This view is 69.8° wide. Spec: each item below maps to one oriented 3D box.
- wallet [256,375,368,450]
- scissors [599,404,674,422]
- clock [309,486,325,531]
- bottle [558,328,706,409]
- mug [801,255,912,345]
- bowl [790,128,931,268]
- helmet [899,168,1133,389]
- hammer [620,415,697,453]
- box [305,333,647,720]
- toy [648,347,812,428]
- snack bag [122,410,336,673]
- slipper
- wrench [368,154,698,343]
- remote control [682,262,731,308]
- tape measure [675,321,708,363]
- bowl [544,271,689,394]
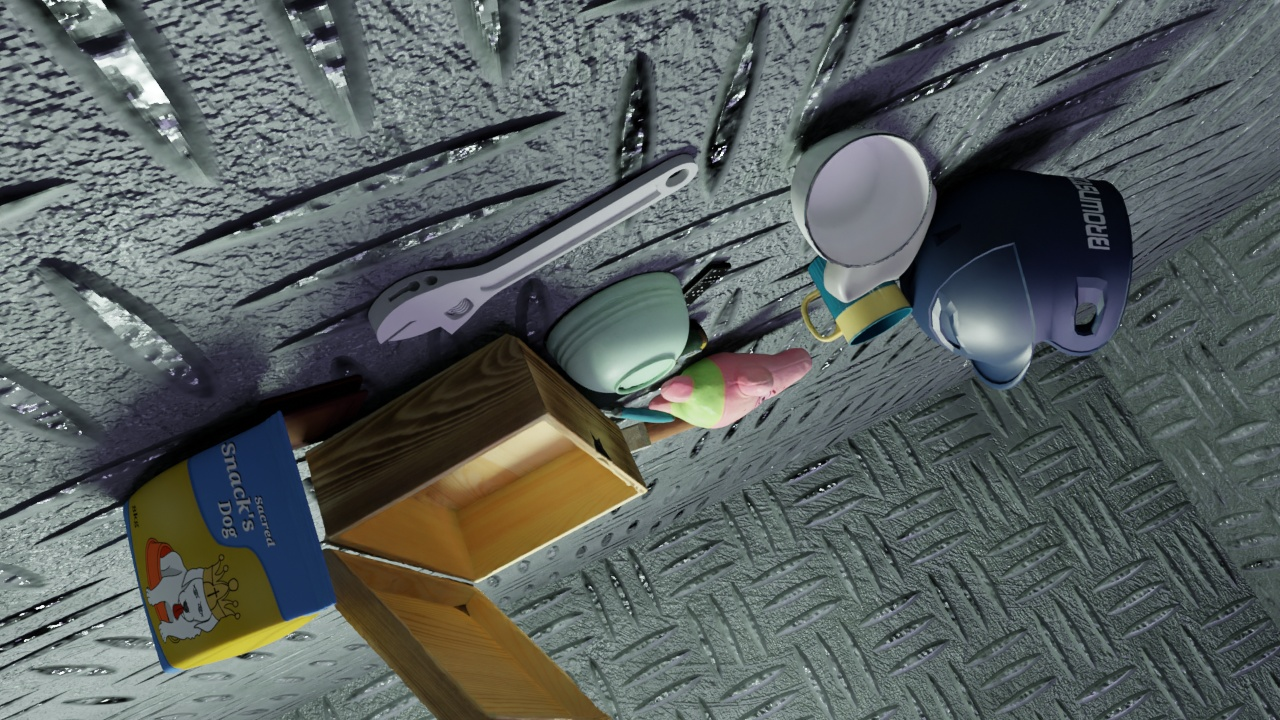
[{"bbox_3d":[-0.288,0.054,0.792,0.091,0.018,0.116,-18,164,-32],"label":"wallet"},{"bbox_3d":[-0.027,0.068,1.220,0.153,0.019,0.125,8,178,-21],"label":"scissors"},{"bbox_3d":[-0.295,0.164,1.013,0.096,0.048,0.137,-14,156,11],"label":"clock"},{"bbox_3d":[-0.006,0.006,1.024,0.174,0.055,0.055,-24,164,-10],"label":"bottle"},{"bbox_3d":[0.245,-0.075,1.090,0.114,0.107,0.083,-33,165,17],"label":"mug"},{"bbox_3d":[0.178,-0.142,0.775,0.116,0.065,0.116,-8,118,-15],"label":"bowl"},{"bbox_3d":[0.419,-0.094,1.087,0.223,0.231,0.273,0,135,7],"label":"helmet"},{"bbox_3d":[0.032,0.101,1.388,0.158,0.037,0.300,-22,175,40],"label":"hammer"},{"bbox_3d":[-0.133,0.213,0.870,0.284,0.323,0.279,-28,154,8],"label":"box"},{"bbox_3d":[0.133,0.034,1.260,0.236,0.096,0.192,-16,171,-17],"label":"toy"},{"bbox_3d":[-0.320,0.149,0.741,0.206,0.159,0.102,-30,165,36],"label":"snack bag"},{"bbox_3d":[0.227,-0.131,0.938,0.265,0.081,0.113,-32,138,-52],"label":"slipper"},{"bbox_3d":[-0.079,-0.086,0.690,0.273,0.018,0.087,-30,163,3],"label":"wrench"},{"bbox_3d":[0.044,-0.062,0.979,0.030,0.009,0.140,-12,158,-44],"label":"remote control"},{"bbox_3d":[0.050,-0.018,1.081,0.061,0.034,0.061,-39,161,31],"label":"tape measure"},{"bbox_3d":[-0.012,-0.016,0.913,0.150,0.077,0.151,-25,163,-8],"label":"bowl"}]
